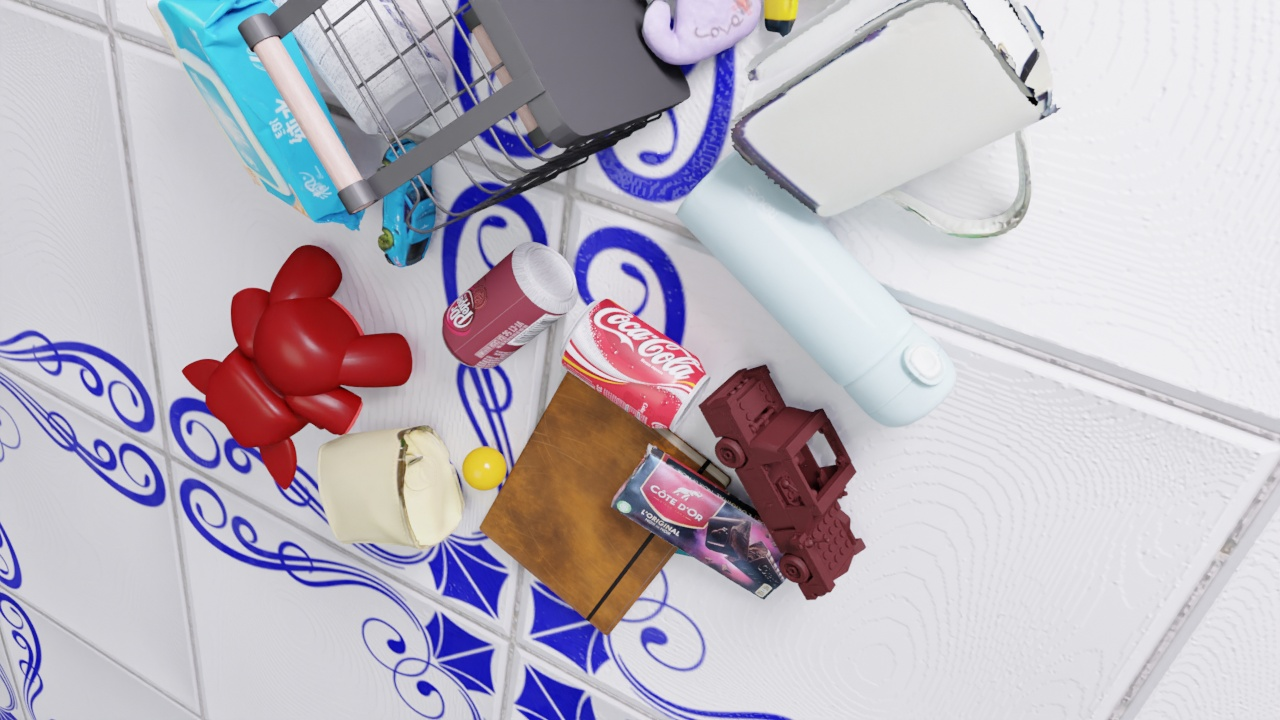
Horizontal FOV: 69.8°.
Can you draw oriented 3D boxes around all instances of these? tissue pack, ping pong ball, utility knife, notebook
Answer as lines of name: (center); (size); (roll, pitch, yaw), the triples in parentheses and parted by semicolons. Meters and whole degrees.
tissue pack: (-0.290, -0.195, 0.712); (0.117, 0.066, 0.209); (32, 153, 34)
ping pong ball: (-0.142, 0.099, 0.837); (0.040, 0.040, 0.040); (13, 120, 24)
utility knife: (0.082, -0.280, 0.531); (0.030, 0.017, 0.175); (29, 132, 50)
notebook: (-0.031, 0.128, 0.805); (0.178, 0.014, 0.250); (38, 126, 8)

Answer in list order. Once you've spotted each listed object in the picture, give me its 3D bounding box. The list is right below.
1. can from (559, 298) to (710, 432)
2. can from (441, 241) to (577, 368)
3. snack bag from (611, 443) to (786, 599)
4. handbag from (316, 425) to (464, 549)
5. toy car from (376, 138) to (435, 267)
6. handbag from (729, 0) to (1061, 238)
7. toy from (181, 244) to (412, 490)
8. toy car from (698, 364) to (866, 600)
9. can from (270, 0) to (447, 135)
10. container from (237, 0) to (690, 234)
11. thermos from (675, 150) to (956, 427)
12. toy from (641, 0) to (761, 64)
can: (-0.004, 0.004, 0.696); (0.105, 0.064, 0.064); (34, 126, 10)
can: (-0.106, -0.042, 0.731); (0.114, 0.063, 0.063); (-33, 95, 37)
snack bag: (0.056, 0.132, 0.739); (0.155, 0.018, 0.075); (32, 127, -1)
handbag: (-0.240, 0.121, 0.883); (0.119, 0.081, 0.111); (-5, 104, 33)
toy car: (-0.187, -0.125, 0.744); (0.032, 0.048, 0.105); (20, 121, 20)
handbag: (0.160, -0.135, 0.527); (0.176, 0.073, 0.152); (35, 144, -26)
toy: (-0.322, 0.009, 0.845); (0.198, 0.120, 0.158); (-40, 94, 27)
toy car: (0.114, 0.087, 0.668); (0.062, 0.070, 0.170); (-19, 104, 47)
can: (-0.212, -0.242, 0.680); (0.078, 0.078, 0.136); (-34, 95, 37)
container: (-0.088, -0.187, 0.547); (0.130, 0.240, 0.163); (-24, 101, 28)
thermos: (0.117, -0.045, 0.602); (0.207, 0.065, 0.078); (46, 161, 2)
toy: (0.027, -0.235, 0.563); (0.080, 0.036, 0.100); (-30, 102, 0)
